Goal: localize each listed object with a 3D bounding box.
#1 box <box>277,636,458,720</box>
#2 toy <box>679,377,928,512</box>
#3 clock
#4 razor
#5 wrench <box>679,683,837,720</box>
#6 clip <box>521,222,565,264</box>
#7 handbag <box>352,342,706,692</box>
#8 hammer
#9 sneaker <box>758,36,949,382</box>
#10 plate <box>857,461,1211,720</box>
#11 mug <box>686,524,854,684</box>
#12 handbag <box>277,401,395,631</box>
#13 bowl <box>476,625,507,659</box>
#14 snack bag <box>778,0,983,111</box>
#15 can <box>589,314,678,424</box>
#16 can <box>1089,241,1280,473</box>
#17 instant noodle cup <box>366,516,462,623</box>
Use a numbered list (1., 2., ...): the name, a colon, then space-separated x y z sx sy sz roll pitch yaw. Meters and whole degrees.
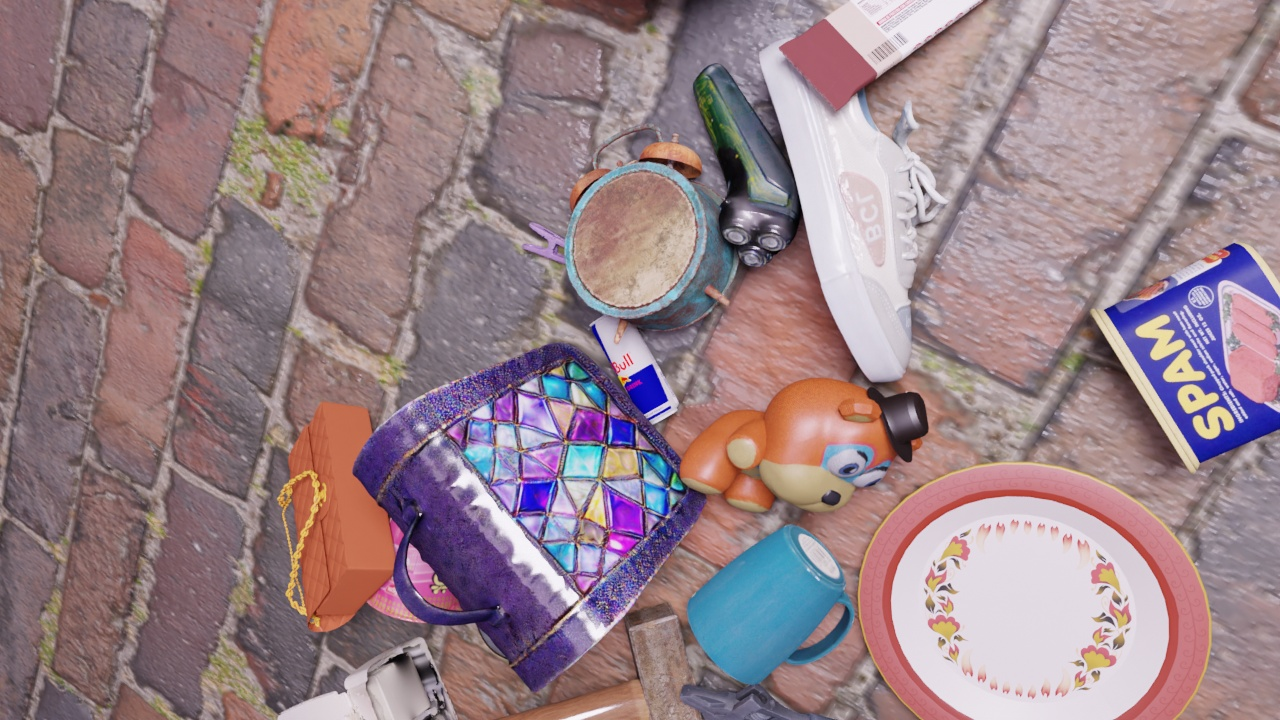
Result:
1. box: -0.260 0.358 0.823 0.107 0.192 0.143 -26 84 20
2. toy: 0.119 0.060 0.656 0.176 0.112 0.096 -33 51 27
3. clock: 0.006 -0.099 0.685 0.121 0.073 0.157 -19 75 24
4. razor: 0.068 -0.141 0.648 0.054 0.067 0.151 -38 70 56
5. wrench: 0.163 0.293 0.709 0.273 0.022 0.073 11 138 12
6. clip: -0.072 -0.095 0.751 0.052 0.013 0.035 23 110 14
7. handbag: -0.087 0.112 0.676 0.205 0.221 0.126 48 134 7
8. hammer: -0.097 0.318 0.753 0.300 0.037 0.158 -14 96 -8
9. sneaker: 0.156 -0.106 0.610 0.091 0.089 0.242 -16 94 19
10. plate: 0.274 0.181 0.658 0.230 0.021 0.230 5 103 22
11. mug: 0.111 0.189 0.705 0.112 0.084 0.104 35 109 -18
12. handbag: -0.281 0.138 0.818 0.109 0.060 0.171 -48 48 31
13. bowl: -0.086 0.202 0.791 0.114 0.045 0.114 -13 64 27
14. snack bag: 0.163 -0.219 0.577 0.157 0.013 0.057 -38 80 -11
15. can: -0.004 0.004 0.732 0.032 0.032 0.095 -30 89 25
16. can: 0.354 -0.003 0.566 0.092 0.056 0.116 -32 88 24
17. instant noodle cup: -0.189 0.161 0.816 0.098 0.097 0.109 17 100 19
